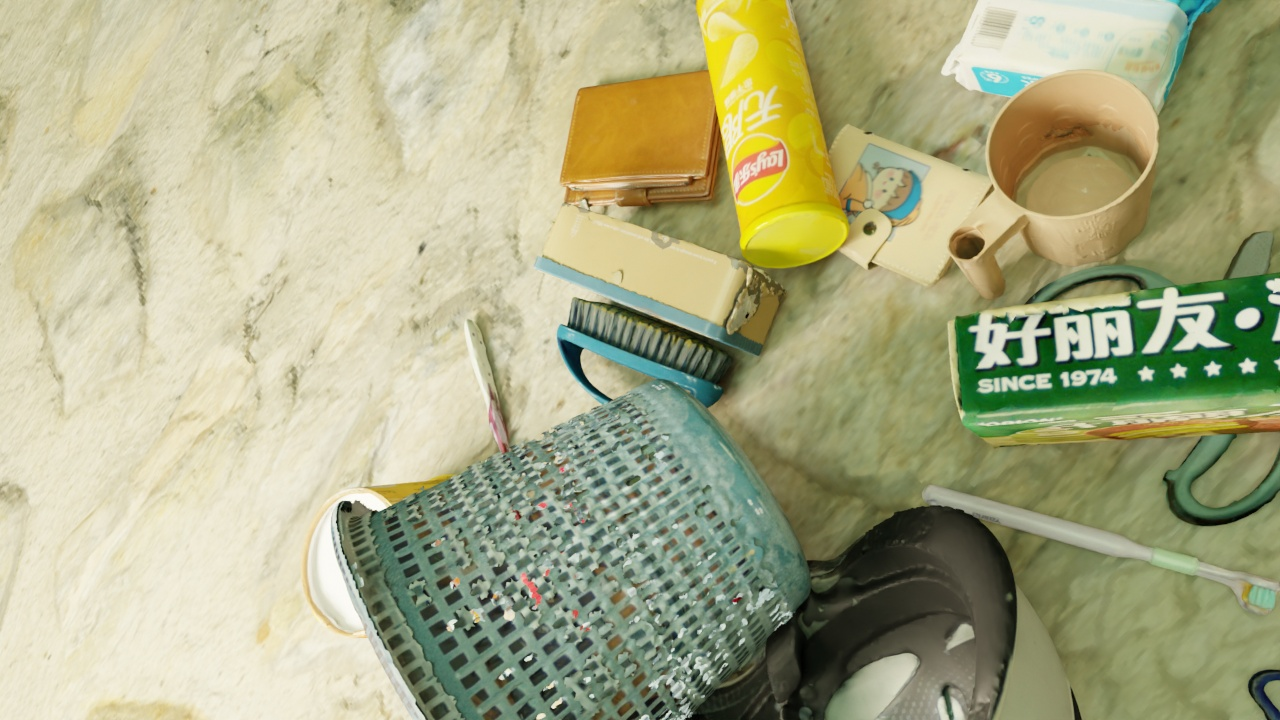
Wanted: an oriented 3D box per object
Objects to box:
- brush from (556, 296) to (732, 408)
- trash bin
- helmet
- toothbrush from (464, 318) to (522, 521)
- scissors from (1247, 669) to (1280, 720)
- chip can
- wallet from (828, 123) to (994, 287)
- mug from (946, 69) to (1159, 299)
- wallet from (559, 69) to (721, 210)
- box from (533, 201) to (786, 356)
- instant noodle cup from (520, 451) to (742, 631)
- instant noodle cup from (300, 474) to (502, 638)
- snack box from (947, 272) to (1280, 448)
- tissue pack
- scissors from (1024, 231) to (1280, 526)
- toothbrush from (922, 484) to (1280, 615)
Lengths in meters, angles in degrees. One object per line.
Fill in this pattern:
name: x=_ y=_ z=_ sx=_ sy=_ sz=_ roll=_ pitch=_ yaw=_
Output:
brush: x=-0.004 y=0.004 z=0.675 sx=0.144 sy=0.055 sz=0.073 roll=21 pitch=90 yaw=30
trash bin: x=-0.024 y=0.122 z=0.508 sx=0.195 sy=0.227 sz=0.226 roll=-33 pitch=63 yaw=-9
helmet: x=0.124 y=0.226 z=0.489 sx=0.274 sy=0.230 sz=0.157 roll=-44 pitch=102 yaw=7
toothbrush: x=-0.122 y=0.050 z=0.754 sx=0.017 sy=0.016 sz=0.187 roll=-30 pitch=67 yaw=31
scissors: x=0.349 y=0.240 z=0.459 sx=0.157 sy=0.012 sz=0.165 roll=-16 pitch=74 yaw=24
chip can: x=0.088 y=-0.173 z=0.637 sx=0.072 sy=0.072 sz=0.213 roll=-18 pitch=66 yaw=25
wallet: x=0.167 y=-0.103 z=0.622 sx=0.115 sy=0.024 sz=0.087 roll=32 pitch=92 yaw=30
mug: x=0.237 y=-0.091 z=0.533 sx=0.125 sy=0.103 sz=0.084 roll=-47 pitch=62 yaw=13
wallet: x=0.000 y=-0.167 z=0.718 sx=0.131 sy=0.035 sz=0.119 roll=3 pitch=79 yaw=29
box: x=0.008 y=-0.061 z=0.664 sx=0.184 sy=0.089 sz=0.059 roll=21 pitch=91 yaw=33
instant noodle cup: x=-0.015 y=0.138 z=0.649 sx=0.194 sy=0.065 sz=0.193 roll=-7 pitch=76 yaw=27
instant noodle cup: x=-0.185 y=0.156 z=0.713 sx=0.138 sy=0.109 sz=0.138 roll=-6 pitch=78 yaw=28
snack box: x=0.289 y=0.001 z=0.460 sx=0.241 sy=0.114 sz=0.063 roll=-6 pitch=77 yaw=27
tissue pack: x=0.266 y=-0.204 z=0.563 sx=0.140 sy=0.063 sz=0.090 roll=24 pitch=93 yaw=31
scissors: x=0.298 y=0.000 z=0.532 sx=0.180 sy=0.019 sz=0.170 roll=16 pitch=90 yaw=31
toothbrush: x=0.257 y=0.105 z=0.533 sx=0.189 sy=0.029 sz=0.021 roll=15 pitch=47 yaw=32
